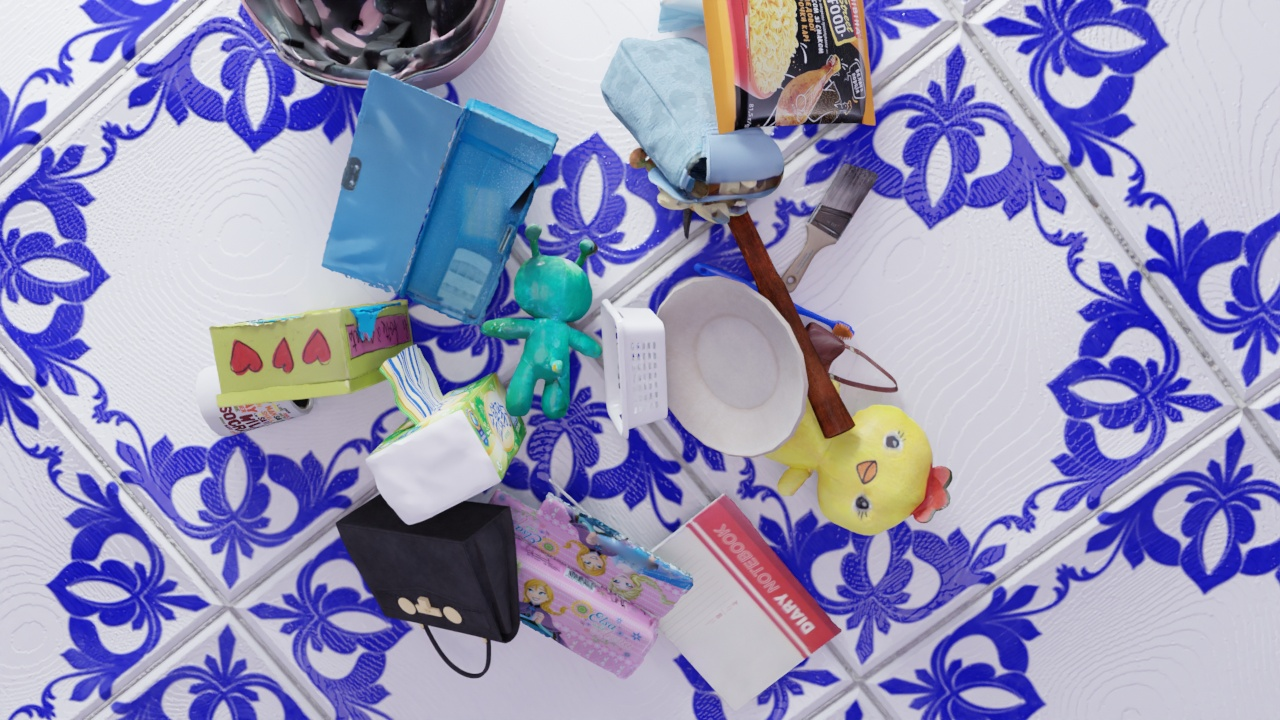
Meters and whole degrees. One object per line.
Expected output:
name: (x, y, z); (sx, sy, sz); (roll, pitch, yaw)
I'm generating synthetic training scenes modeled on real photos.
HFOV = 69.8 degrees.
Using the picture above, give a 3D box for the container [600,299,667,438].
container: (-0.006, 0.005, 0.930); (0.049, 0.080, 0.129); (-7, 111, -12)

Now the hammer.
hammer: (0.134, -0.063, 0.916); (0.111, 0.028, 0.300); (-25, 83, 7)

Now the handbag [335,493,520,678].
handbag: (-0.204, 0.246, 0.954); (0.176, 0.072, 0.196); (1, 111, 32)

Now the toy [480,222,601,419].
toy: (-0.091, -0.036, 0.929); (0.130, 0.072, 0.193); (8, 87, -26)

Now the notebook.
notebook: (0.096, 0.264, 0.992); (0.153, 0.012, 0.209); (-39, 101, 5)

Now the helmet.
helmet: (-0.242, -0.365, 0.856); (0.255, 0.152, 0.230); (10, 100, 3)

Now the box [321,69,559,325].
box: (-0.198, -0.150, 0.879); (0.174, 0.033, 0.232); (22, 128, -13)

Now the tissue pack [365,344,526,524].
tissue pack: (-0.197, 0.053, 0.889); (0.120, 0.197, 0.141); (-28, 98, -2)

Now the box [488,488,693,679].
box: (-0.074, 0.228, 0.965); (0.230, 0.035, 0.160); (31, 119, -3)

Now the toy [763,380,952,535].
toy: (0.212, 0.098, 0.942); (0.208, 0.092, 0.134); (27, 91, 7)

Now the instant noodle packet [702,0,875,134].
instant noodle packet: (0.143, -0.299, 0.860); (0.220, 0.032, 0.160); (-13, 99, -37)

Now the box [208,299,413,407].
box: (-0.300, -0.010, 0.872); (0.124, 0.221, 0.081); (-7, 98, 0)

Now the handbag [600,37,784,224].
handbag: (0.040, -0.214, 0.876); (0.192, 0.121, 0.119); (56, 138, 20)

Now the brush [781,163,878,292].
brush: (0.189, -0.135, 0.946); (0.039, 0.012, 0.151); (31, 98, -3)

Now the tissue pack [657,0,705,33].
tissue pack: (0.078, -0.404, 0.885); (0.112, 0.070, 0.182); (5, 100, 1)

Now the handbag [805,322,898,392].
handbag: (0.216, 0.006, 0.956); (0.119, 0.029, 0.055); (24, 122, -8)

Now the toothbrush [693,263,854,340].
toothbrush: (0.139, -0.061, 0.954); (0.182, 0.018, 0.016); (23, 123, -2)

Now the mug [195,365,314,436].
mug: (-0.402, 0.018, 0.958); (0.089, 0.073, 0.105); (-16, 71, 3)

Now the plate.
plate: (0.090, 0.006, 0.918); (0.189, 0.027, 0.189); (19, 120, 36)

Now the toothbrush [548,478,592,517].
toothbrush: (-0.040, 0.182, 0.963); (0.010, 0.010, 0.181); (-39, 117, 6)
